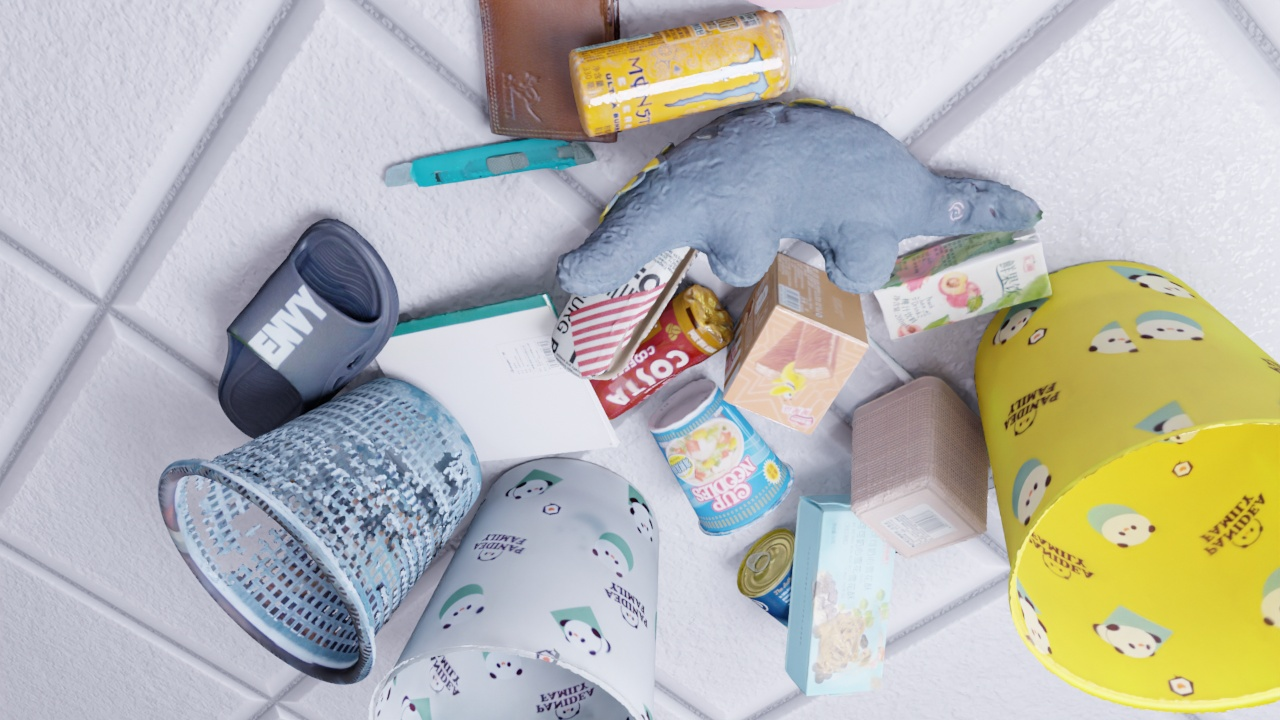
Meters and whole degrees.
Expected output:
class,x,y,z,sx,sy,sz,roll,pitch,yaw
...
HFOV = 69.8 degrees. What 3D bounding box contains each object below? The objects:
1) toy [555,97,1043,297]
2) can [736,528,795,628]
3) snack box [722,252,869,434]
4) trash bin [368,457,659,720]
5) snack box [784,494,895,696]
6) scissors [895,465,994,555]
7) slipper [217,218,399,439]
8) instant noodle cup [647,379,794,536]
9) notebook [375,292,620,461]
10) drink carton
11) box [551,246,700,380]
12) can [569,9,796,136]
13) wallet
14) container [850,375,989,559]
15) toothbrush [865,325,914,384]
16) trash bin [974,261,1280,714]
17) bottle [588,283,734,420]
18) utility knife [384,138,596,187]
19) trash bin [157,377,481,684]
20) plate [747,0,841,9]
class,x,y,z,sx,sy,sz,roll,pitch,yaw
toy,0.107,-0.114,0.631,0.356,0.137,0.092,-6,151,-16
can,0.158,0.223,0.880,0.111,0.075,0.075,40,119,-17
snack box,0.120,-0.014,0.722,0.077,0.092,0.095,22,123,-6
trash bin,-0.086,0.234,0.819,0.230,0.251,0.230,4,124,6
snack box,0.177,0.206,0.815,0.074,0.051,0.175,1,99,-15
scissors,0.277,0.120,0.833,0.163,0.014,0.165,15,123,-3
slipper,-0.302,-0.003,0.792,0.110,0.083,0.269,41,123,-7
instant noodle cup,0.063,0.080,0.797,0.099,0.099,0.110,-29,107,24
notebook,-0.134,0.023,0.794,0.210,0.012,0.150,-8,117,31
drink carton,0.243,-0.062,0.700,0.123,0.045,0.053,-18,124,20
box,-0.004,-0.058,0.712,0.076,0.086,0.163,33,96,27
can,0.027,-0.194,0.619,0.146,0.058,0.058,-13,121,-4
wallet,-0.065,-0.219,0.655,0.101,0.032,0.125,4,122,9
container,0.228,0.091,0.752,0.090,0.110,0.090,41,132,-20
toothbrush,0.232,0.024,0.775,0.180,0.016,0.016,42,126,-18
trash bin,0.352,0.065,0.639,0.230,0.254,0.230,4,122,6
bottle,-0.005,0.005,0.773,0.175,0.057,0.057,-34,112,27
utility knife,-0.121,-0.153,0.716,0.174,0.013,0.029,-6,120,12
trash bin,-0.252,0.124,0.787,0.227,0.194,0.227,18,130,23
plate,0.115,-0.276,0.527,0.192,0.039,0.193,-10,152,-5
